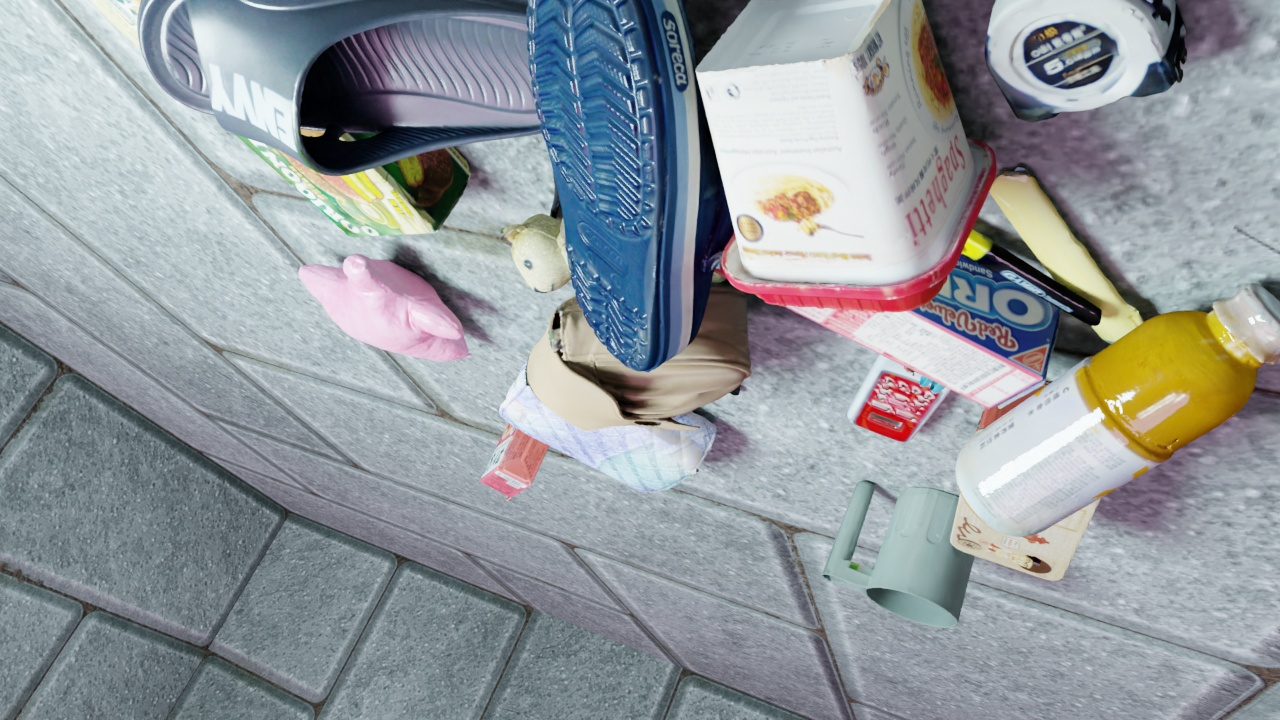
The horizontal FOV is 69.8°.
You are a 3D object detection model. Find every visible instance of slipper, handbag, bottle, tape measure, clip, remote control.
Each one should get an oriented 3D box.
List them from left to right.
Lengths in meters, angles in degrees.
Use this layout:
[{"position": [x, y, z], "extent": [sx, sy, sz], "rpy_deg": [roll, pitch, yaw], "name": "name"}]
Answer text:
[{"position": [-0.156, -0.156, 0.495], "extent": [0.268, 0.083, 0.111], "rpy_deg": [4, 140, 7], "name": "slipper"}, {"position": [-0.036, 0.054, 0.911], "extent": [0.194, 0.075, 0.134], "rpy_deg": [30, 152, -13], "name": "handbag"}, {"position": [-0.004, 0.004, 0.678], "extent": [0.147, 0.099, 0.205], "rpy_deg": [-2, 171, -13], "name": "handbag"}, {"position": [0.010, -0.100, 0.483], "extent": [0.105, 0.095, 0.253], "rpy_deg": [38, 147, 36], "name": "slipper"}, {"position": [0.194, 0.025, 0.686], "extent": [0.056, 0.020, 0.136], "rpy_deg": [22, 157, 9], "name": "remote control"}, {"position": [0.205, 0.000, 0.606], "extent": [0.038, 0.013, 0.056], "rpy_deg": [27, 129, -3], "name": "clip"}, {"position": [0.172, -0.131, 0.361], "extent": [0.066, 0.033, 0.066], "rpy_deg": [-2, 147, 44], "name": "tape measure"}, {"position": [0.262, 0.030, 0.507], "extent": [0.068, 0.067, 0.190], "rpy_deg": [31, 130, -13], "name": "bottle"}]

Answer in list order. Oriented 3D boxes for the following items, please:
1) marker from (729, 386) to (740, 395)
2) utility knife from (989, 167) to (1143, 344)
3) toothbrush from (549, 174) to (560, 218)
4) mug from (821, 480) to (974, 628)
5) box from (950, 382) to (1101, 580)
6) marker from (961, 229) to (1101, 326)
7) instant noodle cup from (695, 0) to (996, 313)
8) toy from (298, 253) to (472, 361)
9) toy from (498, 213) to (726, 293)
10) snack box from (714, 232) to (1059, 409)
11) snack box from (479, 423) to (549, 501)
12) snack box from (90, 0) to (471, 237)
[{"position": [0.032, 0.002, 0.804], "extent": [0.124, 0.015, 0.018], "rpy_deg": [27, 161, -8], "name": "marker"}, {"position": [0.234, -0.050, 0.493], "extent": [0.151, 0.018, 0.031], "rpy_deg": [36, 152, -29], "name": "utility knife"}, {"position": [-0.059, -0.112, 0.659], "extent": [0.017, 0.014, 0.189], "rpy_deg": [14, 158, -5], "name": "toothbrush"}, {"position": [0.243, 0.173, 0.845], "extent": [0.124, 0.103, 0.084], "rpy_deg": [19, 156, 18], "name": "mug"}, {"position": [0.283, 0.080, 0.659], "extent": [0.091, 0.079, 0.168], "rpy_deg": [16, 149, 22], "name": "box"}, {"position": [0.198, -0.053, 0.505], "extent": [0.124, 0.015, 0.018], "rpy_deg": [32, 168, 3], "name": "marker"}, {"position": [0.090, -0.101, 0.423], "extent": [0.117, 0.116, 0.124], "rpy_deg": [6, 138, 37], "name": "instant noodle cup"}, {"position": [-0.245, -0.045, 0.911], "extent": [0.178, 0.074, 0.195], "rpy_deg": [37, 158, -30], "name": "toy"}, {"position": [-0.016, -0.075, 0.629], "extent": [0.157, 0.066, 0.105], "rpy_deg": [4, 166, 18], "name": "toy"}, {"position": [0.142, -0.044, 0.546], "extent": [0.207, 0.057, 0.058], "rpy_deg": [27, 155, -2], "name": "snack box"}, {"position": [-0.133, 0.091, 1.034], "extent": [0.044, 0.113, 0.127], "rpy_deg": [28, 157, -11], "name": "snack box"}, {"position": [-0.235, -0.182, 0.623], "extent": [0.115, 0.063, 0.240], "rpy_deg": [4, 149, 41], "name": "snack box"}]
